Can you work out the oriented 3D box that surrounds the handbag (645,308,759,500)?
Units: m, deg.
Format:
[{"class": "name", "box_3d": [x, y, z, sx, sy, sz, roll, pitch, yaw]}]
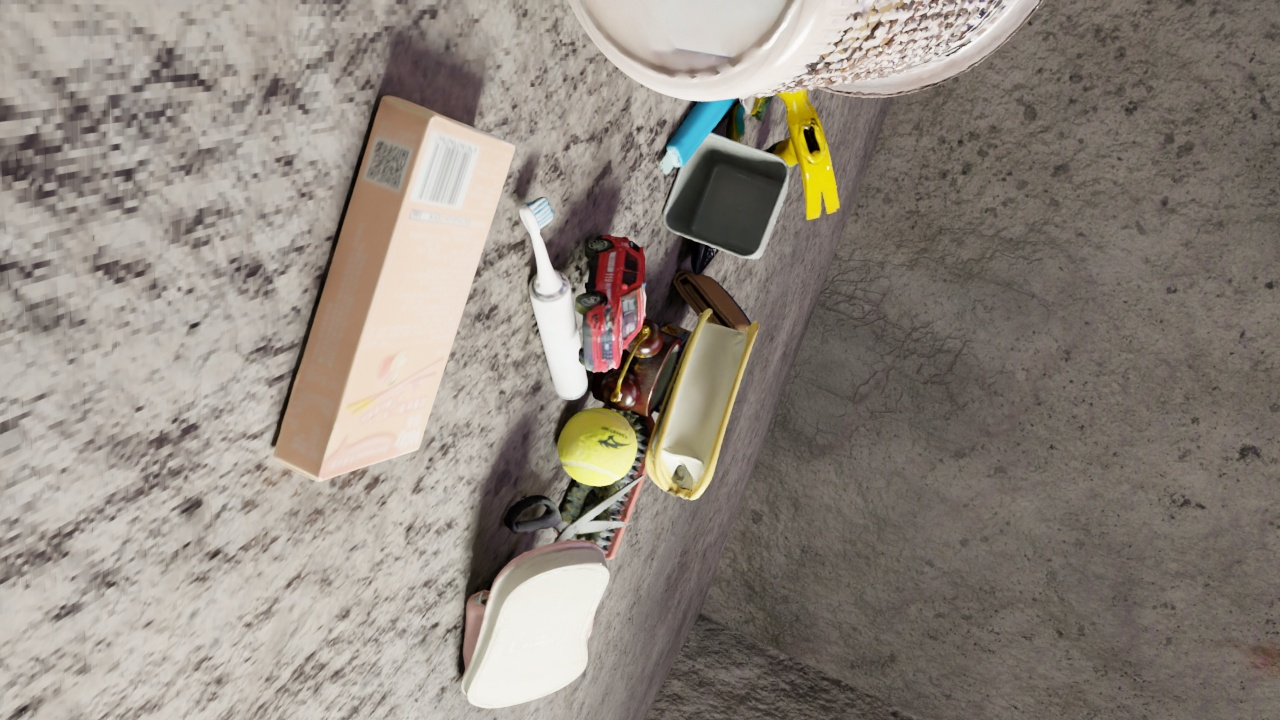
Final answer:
[{"class": "handbag", "box_3d": [0.053, 0.050, 0.881, 0.179, 0.063, 0.163, 95, 15, -71]}]

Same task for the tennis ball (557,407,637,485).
[{"class": "tennis ball", "box_3d": [-0.036, 0.071, 0.759, 0.065, 0.065, 0.066, -60, 165, -28]}]

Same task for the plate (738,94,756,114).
[{"class": "plate", "box_3d": [0.094, -0.284, 0.716, 0.164, 0.034, 0.164, -37, 144, -82]}]

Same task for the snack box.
[{"class": "snack box", "box_3d": [-0.104, -0.029, 0.402, 0.157, 0.026, 0.084, -69, 167, 9]}]

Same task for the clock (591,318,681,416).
[{"class": "clock", "box_3d": [-0.005, 0.005, 0.792, 0.122, 0.055, 0.082, 28, 85, -80]}]

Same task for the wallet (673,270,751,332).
[{"class": "wallet", "box_3d": [0.079, -0.056, 0.968, 0.033, 0.090, 0.115, -40, 172, 12]}]

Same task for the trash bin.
[{"class": "trash bin", "box_3d": [0.070, -0.218, 0.433, 0.191, 0.227, 0.228, -36, 149, -42]}]

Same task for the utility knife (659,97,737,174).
[{"class": "utility knife", "box_3d": [0.053, -0.204, 0.763, 0.161, 0.018, 0.034, -57, 151, -34]}]

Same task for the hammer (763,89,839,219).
[{"class": "hammer", "box_3d": [0.147, -0.207, 0.922, 0.300, 0.033, 0.129, -87, 159, -81]}]

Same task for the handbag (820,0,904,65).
[{"class": "handbag", "box_3d": [0.250, -0.418, 1.010, 0.148, 0.100, 0.204, -64, 164, 0]}]

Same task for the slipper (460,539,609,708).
[{"class": "slipper", "box_3d": [-0.086, 0.206, 0.723, 0.275, 0.114, 0.054, 106, -31, -50]}]

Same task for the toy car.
[{"class": "toy car", "box_3d": [-0.019, -0.041, 0.619, 0.120, 0.045, 0.053, -82, 172, -52]}]

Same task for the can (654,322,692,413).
[{"class": "can", "box_3d": [0.030, 0.009, 0.954, 0.147, 0.049, 0.075, -36, 146, -65]}]

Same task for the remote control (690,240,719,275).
[{"class": "remote control", "box_3d": [0.075, -0.133, 0.952, 0.136, 0.024, 0.053, -53, 159, -52]}]

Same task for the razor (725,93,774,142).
[{"class": "razor", "box_3d": [0.100, -0.232, 0.874, 0.043, 0.028, 0.132, -61, 179, 38]}]

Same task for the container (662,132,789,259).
[{"class": "container", "box_3d": [0.083, -0.142, 0.831, 0.114, 0.090, 0.090, -11, 123, -78]}]

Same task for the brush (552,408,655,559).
[{"class": "brush", "box_3d": [-0.025, 0.111, 0.874, 0.145, 0.063, 0.069, -68, 155, -5]}]

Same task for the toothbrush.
[{"class": "toothbrush", "box_3d": [-0.056, -0.033, 0.593, 0.026, 0.027, 0.221, -37, 157, -16]}]

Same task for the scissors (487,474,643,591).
[{"class": "scissors", "box_3d": [-0.063, 0.142, 0.774, 0.178, 0.014, 0.159, -47, 147, -17]}]
